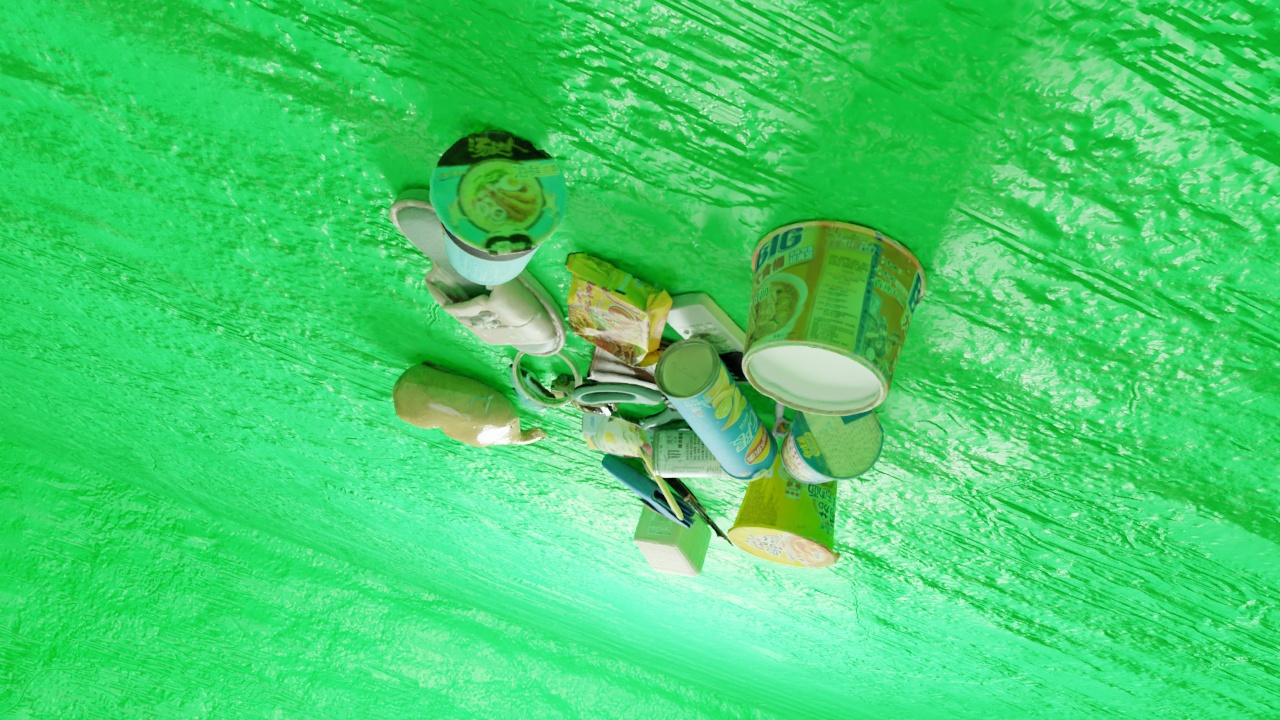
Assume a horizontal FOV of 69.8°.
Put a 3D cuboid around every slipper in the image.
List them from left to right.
[{"bbox_3d":[-0.166,-0.073,0.955,0.114,0.054,0.274,2,149,28],"label":"slipper"}]

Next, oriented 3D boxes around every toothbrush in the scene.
[{"bbox_3d":[0.157,0.037,1.006,0.021,0.029,0.189,49,165,27],"label":"toothbrush"}]

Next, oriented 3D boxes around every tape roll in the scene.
[{"bbox_3d":[-0.111,0.017,1.097,0.086,0.013,0.086,10,124,15],"label":"tape roll"}]

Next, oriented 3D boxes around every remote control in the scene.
[{"bbox_3d":[0.081,-0.019,0.943,0.058,0.021,0.150,-7,144,41],"label":"remote control"}]

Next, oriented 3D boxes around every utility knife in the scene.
[{"bbox_3d":[0.017,0.140,1.193,0.031,0.022,0.219,49,165,52],"label":"utility knife"}]

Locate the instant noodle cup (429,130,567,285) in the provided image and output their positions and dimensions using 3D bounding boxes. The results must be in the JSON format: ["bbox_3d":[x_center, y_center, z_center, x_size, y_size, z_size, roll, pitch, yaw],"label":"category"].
[{"bbox_3d":[-0.128,-0.120,0.796,0.111,0.111,0.121,22,160,-8],"label":"instant noodle cup"}]

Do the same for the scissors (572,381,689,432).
[{"bbox_3d":[0.011,0.057,1.084,0.170,0.019,0.180,1,158,7],"label":"scissors"}]

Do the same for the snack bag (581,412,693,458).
[{"bbox_3d":[0.021,0.108,1.210,0.191,0.038,0.110,9,141,16],"label":"snack bag"}]

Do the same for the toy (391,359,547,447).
[{"bbox_3d":[-0.229,0.073,1.258,0.226,0.082,0.144,23,158,-16],"label":"toy"}]

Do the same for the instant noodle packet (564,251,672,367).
[{"bbox_3d":[-0.025,-0.048,0.914,0.111,0.044,0.129,25,153,9],"label":"instant noodle packet"}]

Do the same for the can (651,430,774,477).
[{"bbox_3d":[0.089,0.113,1.118,0.147,0.058,0.058,0,151,6],"label":"can"}]

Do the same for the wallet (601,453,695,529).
[{"bbox_3d":[0.011,0.187,1.318,0.106,0.040,0.133,41,171,-37],"label":"wallet"}]

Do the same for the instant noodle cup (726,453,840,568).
[{"bbox_3d":[0.191,0.192,1.181,0.138,0.109,0.138,15,153,7],"label":"instant noodle cup"}]

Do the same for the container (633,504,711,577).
[{"bbox_3d":[0.049,0.279,1.464,0.090,0.089,0.111,4,148,26],"label":"container"}]

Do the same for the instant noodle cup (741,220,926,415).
[{"bbox_3d":[0.157,-0.029,0.776,0.151,0.111,0.151,15,154,7],"label":"instant noodle cup"}]

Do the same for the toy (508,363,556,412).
[{"bbox_3d":[-0.140,0.038,1.169,0.096,0.030,0.092,31,157,28],"label":"toy"}]

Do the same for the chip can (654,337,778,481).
[{"bbox_3d":[0.086,0.058,0.988,0.071,0.071,0.210,3,152,28],"label":"chip can"}]

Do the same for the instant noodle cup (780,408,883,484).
[{"bbox_3d":[0.203,0.094,1.014,0.099,0.099,0.110,18,161,0],"label":"instant noodle cup"}]

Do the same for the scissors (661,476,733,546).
[{"bbox_3d":[0.062,0.184,1.226,0.193,0.015,0.207,44,179,11],"label":"scissors"}]

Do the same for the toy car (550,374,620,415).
[{"bbox_3d":[-0.072,0.044,1.145,0.090,0.035,0.042,11,151,21],"label":"toy car"}]

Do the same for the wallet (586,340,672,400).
[{"bbox_3d":[-0.006,0.006,1.034,0.101,0.032,0.125,15,157,-4],"label":"wallet"}]
